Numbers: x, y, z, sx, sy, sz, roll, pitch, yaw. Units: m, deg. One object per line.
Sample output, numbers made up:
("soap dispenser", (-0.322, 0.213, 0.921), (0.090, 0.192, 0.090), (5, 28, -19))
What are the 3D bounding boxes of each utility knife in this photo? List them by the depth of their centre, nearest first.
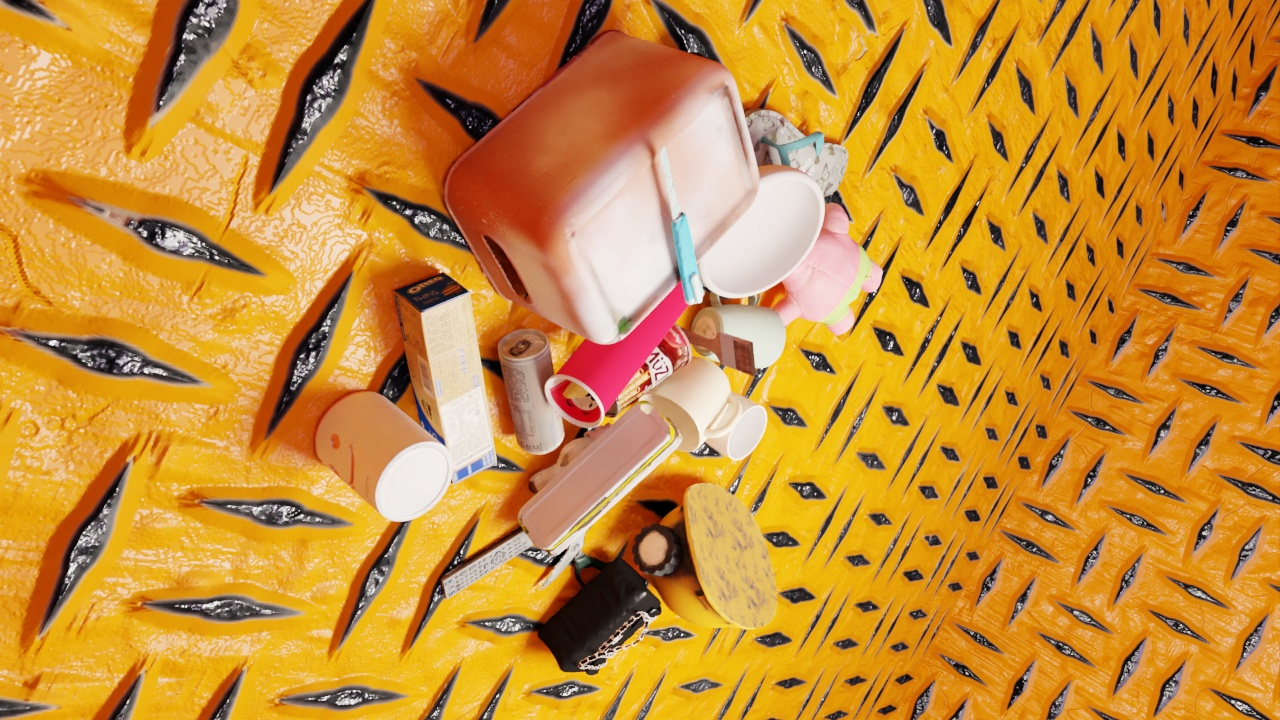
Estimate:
("utility knife", (0.038, -0.118, 0.825), (0.022, 0.015, 0.177), (-41, 140, -25))

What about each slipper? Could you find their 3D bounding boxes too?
("slipper", (0.200, -0.246, 1.162), (0.268, 0.055, 0.098), (2, 114, -51))

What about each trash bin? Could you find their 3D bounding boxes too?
("trash bin", (-0.025, -0.161, 0.868), (0.259, 0.157, 0.182), (-46, 141, -18))

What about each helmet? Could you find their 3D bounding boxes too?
("helmet", (0.079, 0.290, 1.295), (0.132, 0.205, 0.255), (-25, 147, 24))

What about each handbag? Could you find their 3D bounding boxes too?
("handbag", (-0.035, 0.359, 1.221), (0.153, 0.115, 0.125), (-46, 149, -2))

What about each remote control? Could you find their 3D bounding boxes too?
("remote control", (-0.173, 0.231, 1.071), (0.136, 0.013, 0.033), (-30, 134, -34))

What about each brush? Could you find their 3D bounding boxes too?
("brush", (0.078, -0.020, 1.090), (0.008, 0.143, 0.045), (-33, 127, -33))

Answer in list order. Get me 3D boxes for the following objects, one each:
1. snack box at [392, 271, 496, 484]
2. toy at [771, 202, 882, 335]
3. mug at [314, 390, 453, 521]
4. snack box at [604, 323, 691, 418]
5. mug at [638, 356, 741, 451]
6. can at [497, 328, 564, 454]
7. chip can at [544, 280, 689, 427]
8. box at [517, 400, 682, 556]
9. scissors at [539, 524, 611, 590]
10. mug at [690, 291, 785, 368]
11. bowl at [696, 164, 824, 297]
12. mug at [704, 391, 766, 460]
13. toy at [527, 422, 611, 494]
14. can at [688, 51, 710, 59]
("snack box", (-0.186, 0.020, 0.884), (0.056, 0.057, 0.207), (-27, 132, -32))
("toy", (0.231, -0.125, 1.251), (0.236, 0.097, 0.192), (24, 97, -39))
("mug", (-0.232, 0.085, 0.830), (0.082, 0.105, 0.082), (-29, 133, -36))
("snack box", (-0.006, 0.006, 1.070), (0.121, 0.072, 0.072), (-36, 137, -29))
("mug", (0.072, 0.051, 1.150), (0.099, 0.120, 0.096), (-47, 147, -34))
("can", (-0.115, 0.036, 0.977), (0.054, 0.054, 0.136), (-33, 135, -32))
("chip can", (-0.015, -0.026, 0.995), (0.219, 0.069, 0.069), (-52, 145, -37))
("box", (-0.044, 0.137, 1.050), (0.210, 0.067, 0.070), (-43, 134, 3))
("scissors", (-0.055, 0.233, 1.212), (0.201, 0.015, 0.203), (-50, 144, -14))
("mug", (0.122, -0.048, 1.186), (0.103, 0.084, 0.111), (5, 82, -38))
("bowl", (0.131, -0.164, 1.105), (0.176, 0.066, 0.177), (-20, 138, -19))
("mug", (0.119, 0.086, 1.254), (0.081, 0.088, 0.114), (-57, 143, -5))
("toy", (-0.076, 0.121, 1.092), (0.122, 0.038, 0.079), (-45, 144, -6))
("can", (0.059, -0.259, 0.985), (0.053, 0.054, 0.138), (-39, 138, -26))
